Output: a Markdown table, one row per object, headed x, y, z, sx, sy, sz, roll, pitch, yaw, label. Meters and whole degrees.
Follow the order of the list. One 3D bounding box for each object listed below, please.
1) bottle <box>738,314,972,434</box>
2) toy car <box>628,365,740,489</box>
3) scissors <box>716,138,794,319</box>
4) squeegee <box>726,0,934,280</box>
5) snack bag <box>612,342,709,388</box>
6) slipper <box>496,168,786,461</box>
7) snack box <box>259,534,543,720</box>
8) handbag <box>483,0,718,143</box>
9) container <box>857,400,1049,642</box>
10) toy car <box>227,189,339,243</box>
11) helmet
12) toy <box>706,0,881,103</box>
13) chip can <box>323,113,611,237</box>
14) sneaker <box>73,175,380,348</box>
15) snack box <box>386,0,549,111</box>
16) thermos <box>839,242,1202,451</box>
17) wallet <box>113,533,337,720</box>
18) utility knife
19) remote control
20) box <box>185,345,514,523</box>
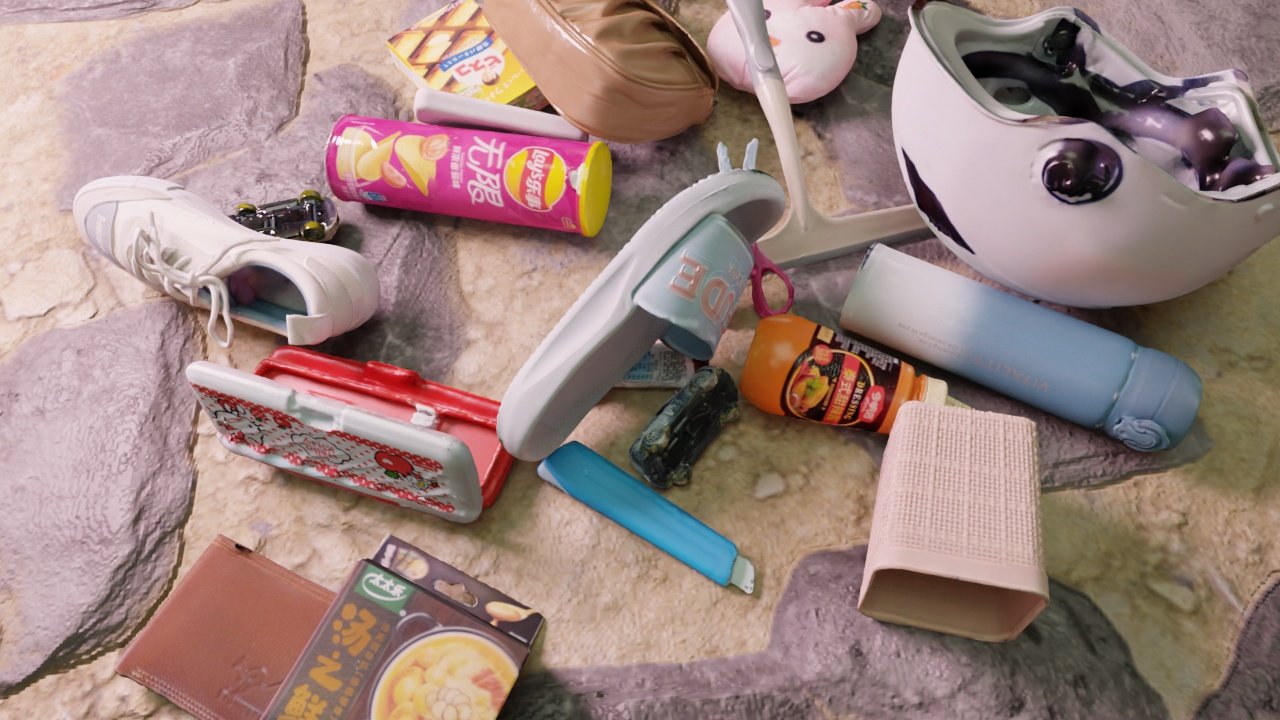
| x | y | z | sx | sy | sz | roll | pitch | yaw | label |
| --- | --- | --- | --- | --- | --- | --- | --- | --- | --- |
| 0.142 | 0.018 | 0.600 | 0.149 | 0.067 | 0.066 | 17 | 63 | 7 | bottle |
| 0.029 | 0.043 | 0.606 | 0.090 | 0.043 | 0.034 | -50 | 34 | -15 | toy car |
| 0.081 | -0.090 | 0.649 | 0.083 | 0.017 | 0.138 | 10 | 99 | 6 | scissors |
| 0.096 | -0.190 | 0.670 | 0.246 | 0.039 | 0.246 | -14 | 86 | -3 | squeegee |
| -0.004 | 0.004 | 0.638 | 0.104 | 0.026 | 0.048 | -3 | 81 | 3 | snack bag |
| 0.010 | -0.024 | 0.580 | 0.074 | 0.104 | 0.245 | 42 | 84 | 17 | slipper |
| -0.132 | 0.177 | 0.527 | 0.113 | 0.053 | 0.125 | 27 | 71 | 0 | snack box |
| -0.031 | -0.261 | 0.732 | 0.147 | 0.100 | 0.204 | -9 | 52 | -42 | handbag |
| 0.182 | 0.092 | 0.537 | 0.090 | 0.090 | 0.110 | 9 | 58 | 11 | container |
| -0.281 | -0.104 | 0.721 | 0.090 | 0.035 | 0.042 | -15 | 62 | -3 | toy car |
| 0.273 | -0.125 | 0.603 | 0.258 | 0.146 | 0.228 | 18 | 40 | 2 | helmet |
| 0.131 | -0.274 | 0.770 | 0.121 | 0.054 | 0.159 | 30 | 60 | 20 | toy |
| -0.132 | -0.144 | 0.709 | 0.211 | 0.071 | 0.071 | 9 | 62 | 11 | chip can |
| -0.316 | -0.063 | 0.658 | 0.242 | 0.090 | 0.090 | 18 | 30 | 9 | sneaker |
| -0.146 | -0.252 | 0.793 | 0.086 | 0.034 | 0.140 | -36 | 66 | -13 | snack box |
| 0.243 | -0.009 | 0.599 | 0.220 | 0.070 | 0.070 | 25 | 66 | 18 | thermos |
| -0.245 | 0.173 | 0.565 | 0.124 | 0.032 | 0.101 | 21 | 67 | 16 | wallet |
| 0.006 | 0.100 | 0.589 | 0.159 | 0.018 | 0.034 | 30 | 72 | 18 | utility knife |
| -0.108 | -0.188 | 0.719 | 0.136 | 0.056 | 0.020 | 8 | 90 | -13 | remote control |
| -0.185 | 0.034 | 0.597 | 0.201 | 0.102 | 0.095 | 14 | 64 | 13 | box |
